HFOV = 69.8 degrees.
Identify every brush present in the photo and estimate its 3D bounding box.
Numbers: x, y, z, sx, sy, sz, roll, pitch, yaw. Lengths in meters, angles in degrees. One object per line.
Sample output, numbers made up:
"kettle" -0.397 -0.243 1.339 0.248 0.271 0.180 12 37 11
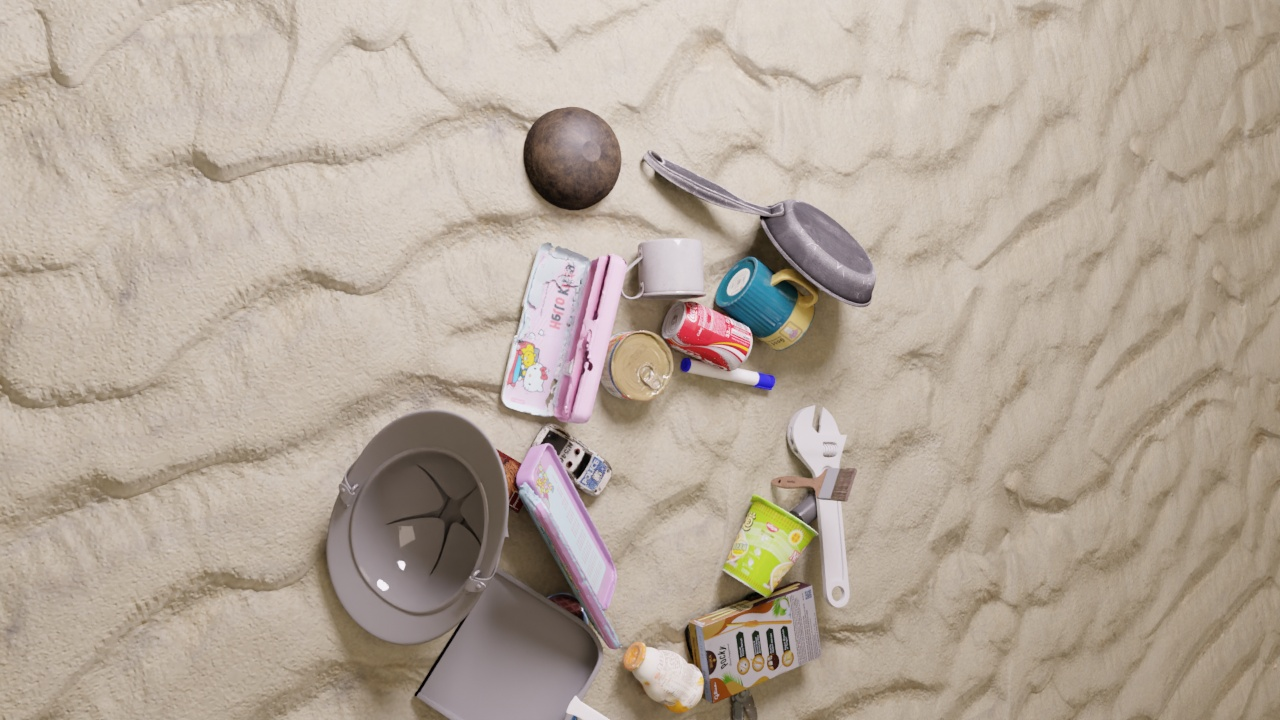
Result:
"brush" 0.222 0.162 1.202 0.008 0.143 0.045 34 66 -27

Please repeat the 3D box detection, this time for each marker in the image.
"marker" 0.117 0.018 1.210 0.141 0.020 0.020 11 85 -30

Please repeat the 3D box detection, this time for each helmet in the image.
"helmet" -0.209 0.161 0.961 0.183 0.117 0.272 33 108 10

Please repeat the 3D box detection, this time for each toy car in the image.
"toy car" -0.079 0.119 1.089 0.113 0.041 0.048 39 74 -25

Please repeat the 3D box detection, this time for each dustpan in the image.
"dustpan" -0.098 0.364 1.011 0.257 0.033 0.163 30 74 7

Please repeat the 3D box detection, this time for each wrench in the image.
"wrench" 0.249 0.198 1.257 0.086 0.018 0.273 2 78 -22

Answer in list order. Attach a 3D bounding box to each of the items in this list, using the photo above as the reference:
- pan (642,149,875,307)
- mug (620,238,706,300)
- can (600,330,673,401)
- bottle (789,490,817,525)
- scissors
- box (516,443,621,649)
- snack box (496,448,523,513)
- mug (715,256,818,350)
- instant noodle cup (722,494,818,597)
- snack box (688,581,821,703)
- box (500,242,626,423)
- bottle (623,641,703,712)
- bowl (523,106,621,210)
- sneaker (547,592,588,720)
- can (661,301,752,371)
"pan" 0.164 -0.183 1.179 0.356 0.055 0.186 31 31 -16
"mug" 0.024 -0.109 1.119 0.113 0.084 0.070 -2 90 -25
"can" -0.007 0.007 1.125 0.086 0.043 0.086 -1 92 -29
"bottle" 0.259 0.192 1.289 0.112 0.030 0.030 -33 107 -25
"scissors" 0.111 0.419 1.219 0.146 0.015 0.209 0 90 -33
"box" -0.078 0.209 1.027 0.049 0.149 0.214 -23 114 3
"snack box" -0.187 0.116 1.031 0.141 0.032 0.051 35 74 -26
"mug" 0.171 -0.081 1.187 0.107 0.114 0.083 36 49 -23
"instant noodle cup" 0.165 0.248 1.206 0.099 0.099 0.108 35 82 -26
"snack box" 0.155 0.370 1.217 0.185 0.032 0.101 -11 95 -31
"box" -0.093 -0.034 1.059 0.102 0.087 0.201 15 84 -17
"bottle" 0.027 0.391 1.142 0.109 0.063 0.063 40 72 -24
"bowl" -0.070 -0.240 1.075 0.121 0.056 0.121 -1 91 -30
"sneaker" -0.107 0.398 1.076 0.083 0.098 0.240 5 71 12
"can" 0.084 -0.032 1.161 0.104 0.064 0.064 23 80 -23
